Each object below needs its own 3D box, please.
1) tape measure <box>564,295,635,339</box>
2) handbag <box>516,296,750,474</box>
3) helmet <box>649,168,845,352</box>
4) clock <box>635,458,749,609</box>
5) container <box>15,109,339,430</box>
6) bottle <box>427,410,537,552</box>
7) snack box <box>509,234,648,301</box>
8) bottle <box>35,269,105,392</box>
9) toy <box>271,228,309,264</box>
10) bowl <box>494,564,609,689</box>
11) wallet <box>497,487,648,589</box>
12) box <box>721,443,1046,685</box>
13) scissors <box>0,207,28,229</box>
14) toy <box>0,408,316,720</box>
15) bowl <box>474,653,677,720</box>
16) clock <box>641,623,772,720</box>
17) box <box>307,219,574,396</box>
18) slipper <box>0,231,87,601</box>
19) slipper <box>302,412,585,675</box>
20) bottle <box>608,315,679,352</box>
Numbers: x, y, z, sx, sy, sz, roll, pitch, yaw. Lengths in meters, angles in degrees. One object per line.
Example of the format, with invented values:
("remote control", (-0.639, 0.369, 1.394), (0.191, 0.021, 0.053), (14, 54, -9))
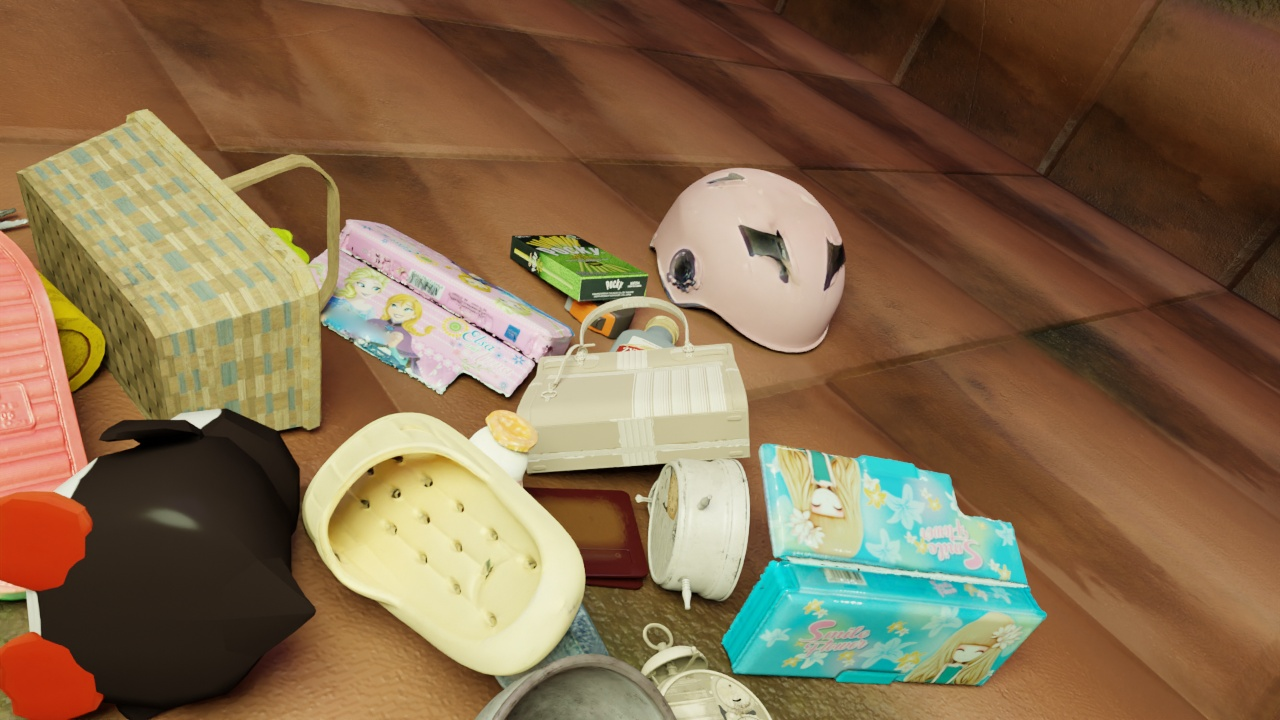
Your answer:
("tape measure", (-0.035, -0.053, 0.948), (0.058, 0.038, 0.059), (-13, 47, -45))
("handbag", (-0.005, 0.005, 0.781), (0.176, 0.062, 0.197), (-5, 36, 3))
("helmet", (0.146, -0.132, 1.094), (0.229, 0.153, 0.255), (9, 40, -29))
("clock", (0.032, 0.117, 0.694), (0.061, 0.103, 0.157), (9, 8, -11))
("container", (-0.310, -0.068, 0.684), (0.250, 0.158, 0.185), (40, 46, 25))
("bottle", (-0.109, 0.084, 0.618), (0.063, 0.109, 0.063), (26, 24, -13))
("snack box", (-0.067, -0.100, 0.967), (0.080, 0.025, 0.147), (-6, 26, -35))
("bottle", (-0.449, -0.044, 0.631), (0.164, 0.071, 0.070), (36, 33, 19))
("toy", (-0.351, -0.103, 0.818), (0.094, 0.036, 0.093), (45, 31, 20))
("bowl", (-0.064, 0.167, 0.559), (0.057, 0.137, 0.137), (-29, 48, -5))
("wallet", (-0.057, 0.127, 0.683), (0.115, 0.018, 0.091), (9, 35, -20))
("box", (0.183, 0.158, 0.662), (0.227, 0.170, 0.085), (11, 0, -21))
("scissors", (-0.556, -0.094, 0.688), (0.117, 0.014, 0.161), (19, 34, -9))
("toy", (-0.236, 0.092, 0.505), (0.140, 0.159, 0.184), (4, 17, -9))
("bowl", (-0.046, 0.224, 0.461), (0.144, 0.067, 0.144), (17, 64, -40))
("clock", (0.033, 0.219, 0.566), (0.092, 0.055, 0.140), (4, 39, -29))
("box", (-0.186, -0.053, 0.829), (0.230, 0.063, 0.160), (29, 32, 9))
("slipper", (-0.386, 0.023, 0.528), (0.103, 0.059, 0.248), (-18, 81, -48))
("slipper", (-0.133, 0.086, 0.530), (0.262, 0.111, 0.079), (22, -21, 45))
("bottle", (0.004, 0.005, 0.878), (0.072, 0.046, 0.160), (24, 31, 2))
